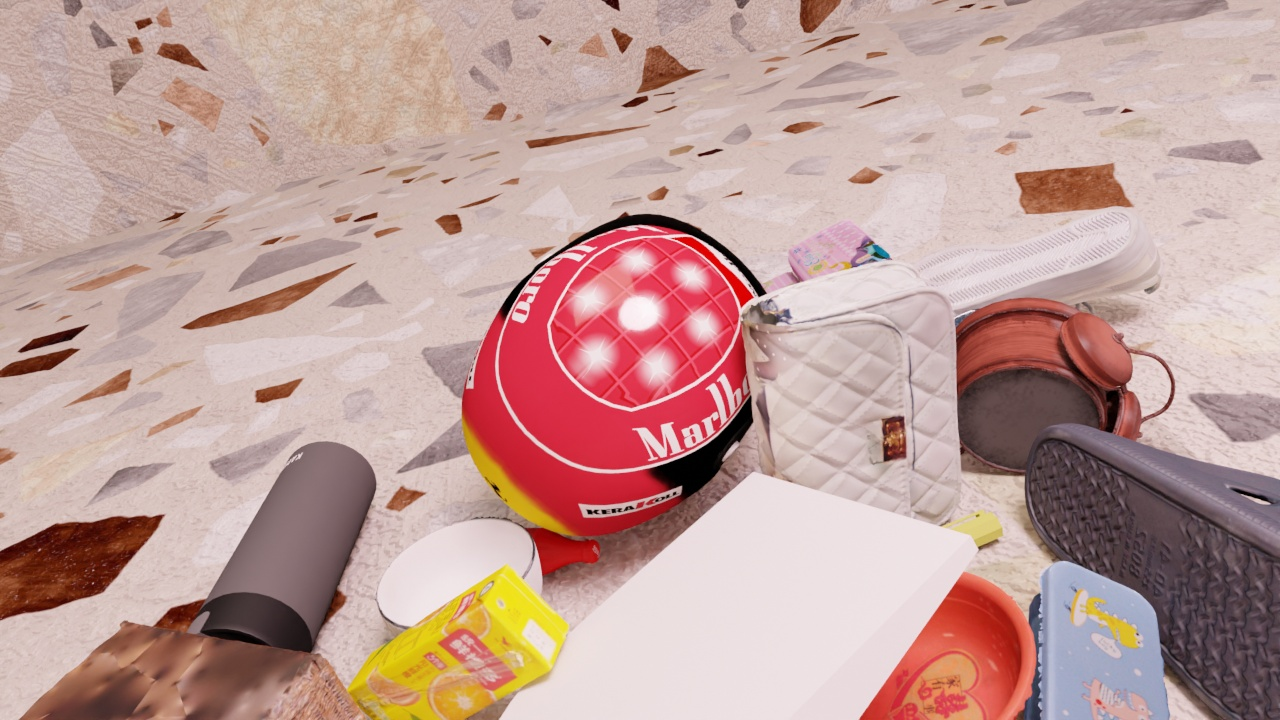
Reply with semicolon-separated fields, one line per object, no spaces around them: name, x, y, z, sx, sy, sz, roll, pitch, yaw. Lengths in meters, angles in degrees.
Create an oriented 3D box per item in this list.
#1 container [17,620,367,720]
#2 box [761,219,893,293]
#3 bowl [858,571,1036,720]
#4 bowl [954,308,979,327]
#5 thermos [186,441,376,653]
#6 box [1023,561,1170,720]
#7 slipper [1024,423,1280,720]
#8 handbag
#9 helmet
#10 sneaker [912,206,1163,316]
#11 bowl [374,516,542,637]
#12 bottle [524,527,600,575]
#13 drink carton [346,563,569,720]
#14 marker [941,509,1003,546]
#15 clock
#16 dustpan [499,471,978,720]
container;-0.255;0.235;0.525;0.199;0.113;0.113;-2;29;27
box;0.184;-0.066;0.944;0.159;0.035;0.230;-28;26;6
bowl;0.149;0.174;0.491;0.131;0.045;0.130;-26;25;13
bowl;0.298;0.001;0.764;0.110;0.055;0.110;-12;27;6
thermos;-0.275;0.160;0.718;0.082;0.082;0.240;-13;26;4
box;0.215;0.179;0.431;0.068;0.059;0.209;0;35;25
slipper;0.316;0.112;0.497;0.083;0.111;0.268;-3;18;-12
handbag;0.143;0.039;0.611;0.138;0.195;0.072;-16;26;-6
helmet;-0.004;0.004;0.680;0.270;0.225;0.197;-40;79;-23
sneaker;0.356;-0.066;0.858;0.243;0.090;0.089;-15;49;45
bowl;-0.121;0.168;0.642;0.113;0.063;0.113;-12;26;6
bottle;-0.088;0.146;0.701;0.119;0.036;0.036;-4;28;20
drink carton;-0.111;0.180;0.551;0.135;0.058;0.042;-36;12;26
marker;0.181;0.130;0.608;0.123;0.017;0.021;-20;71;-8
clock;0.292;0.020;0.658;0.158;0.120;0.072;-9;33;30
dustpan;0.031;0.174;0.483;0.257;0.053;0.192;-38;17;-18
